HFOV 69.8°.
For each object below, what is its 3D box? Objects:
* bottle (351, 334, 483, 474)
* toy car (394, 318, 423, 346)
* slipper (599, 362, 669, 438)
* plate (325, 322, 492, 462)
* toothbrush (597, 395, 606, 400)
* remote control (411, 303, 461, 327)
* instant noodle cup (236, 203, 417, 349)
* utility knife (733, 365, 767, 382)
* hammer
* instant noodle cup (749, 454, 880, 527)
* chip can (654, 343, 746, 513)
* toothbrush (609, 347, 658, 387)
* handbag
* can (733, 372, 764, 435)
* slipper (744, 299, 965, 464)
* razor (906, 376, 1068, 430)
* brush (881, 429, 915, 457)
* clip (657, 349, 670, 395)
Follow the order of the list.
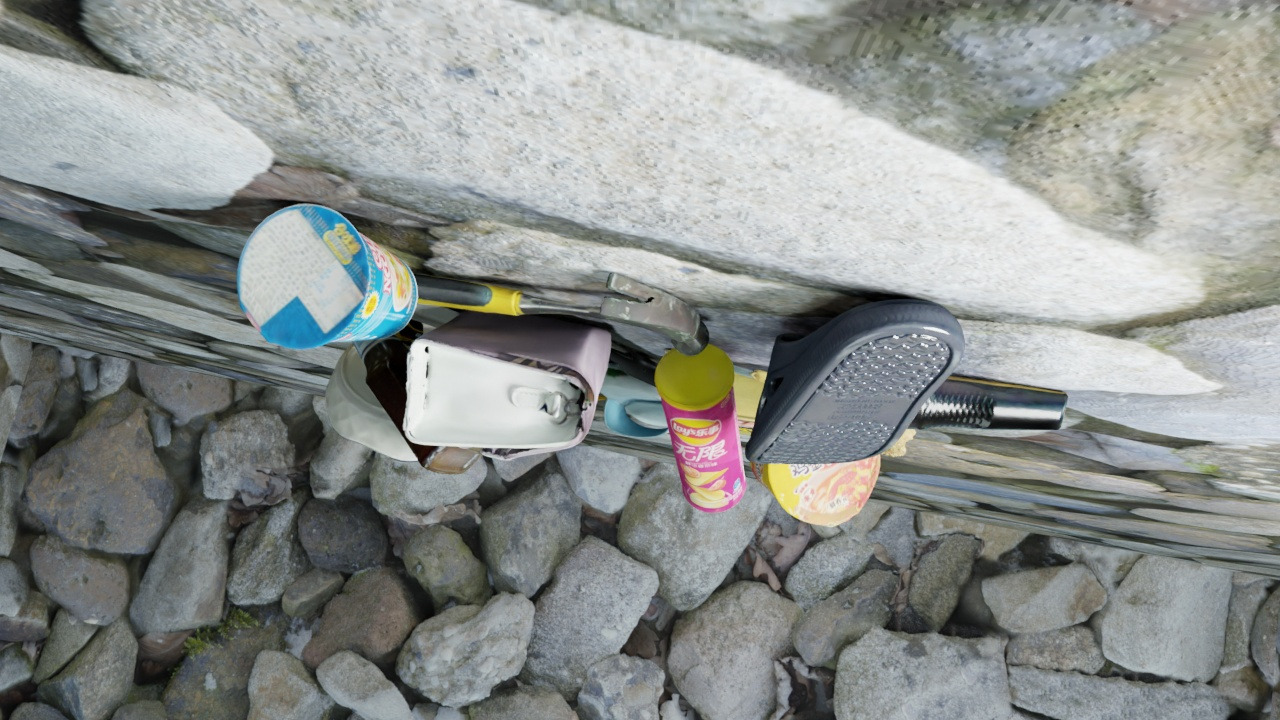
[{"bbox_3d":[-0.216,0.018,0.834,0.195,0.044,0.080,49,-171,24],"label":"bottle"},{"bbox_3d":[-0.295,-0.044,0.929,0.156,0.041,0.071,14,177,4],"label":"toy car"},{"bbox_3d":[0.000,0.056,1.114,0.104,0.074,0.245,7,169,18],"label":"slipper"},{"bbox_3d":[-0.217,0.022,0.940,0.205,0.046,0.204,5,-146,-4],"label":"plate"},{"bbox_3d":[-0.093,0.053,1.251,0.191,0.016,0.018,-5,-177,-5],"label":"toothbrush"},{"bbox_3d":[-0.207,-0.048,0.875,0.058,0.021,0.150,12,174,35],"label":"remote control"},{"bbox_3d":[-0.217,-0.054,0.665,0.099,0.099,0.110,9,180,11],"label":"instant noodle cup"},{"bbox_3d":[0.151,0.026,0.887,0.211,0.022,0.031,23,161,13],"label":"utility knife"},{"bbox_3d":[-0.113,-0.050,0.730,0.324,0.032,0.126,9,171,17],"label":"hammer"},{"bbox_3d":[0.198,0.118,1.099,0.138,0.138,0.110,13,178,-13],"label":"instant noodle cup"},{"bbox_3d":[0.062,0.072,0.895,0.071,0.071,0.211,8,147,16],"label":"chip can"},{"bbox_3d":[-0.006,0.006,0.956,0.026,0.027,0.212,-33,152,19],"label":"toothbrush"},{"bbox_3d":[-0.103,0.016,0.772,0.145,0.098,0.196,3,-168,2],"label":"handbag"},{"bbox_3d":[0.124,0.046,0.962,0.102,0.057,0.083,7,168,23],"label":"can"},{"bbox_3d":[0.151,0.009,0.678,0.110,0.083,0.269,4,154,-8],"label":"slipper"},{"bbox_3d":[0.267,0.033,0.757,0.167,0.062,0.067,4,-159,6],"label":"razor"},{"bbox_3d":[0.250,0.058,0.936,0.083,0.045,0.255,10,166,10],"label":"brush"},{"bbox_3d":[0.044,0.020,0.937,0.035,0.071,0.100,8,174,19],"label":"clip"}]
